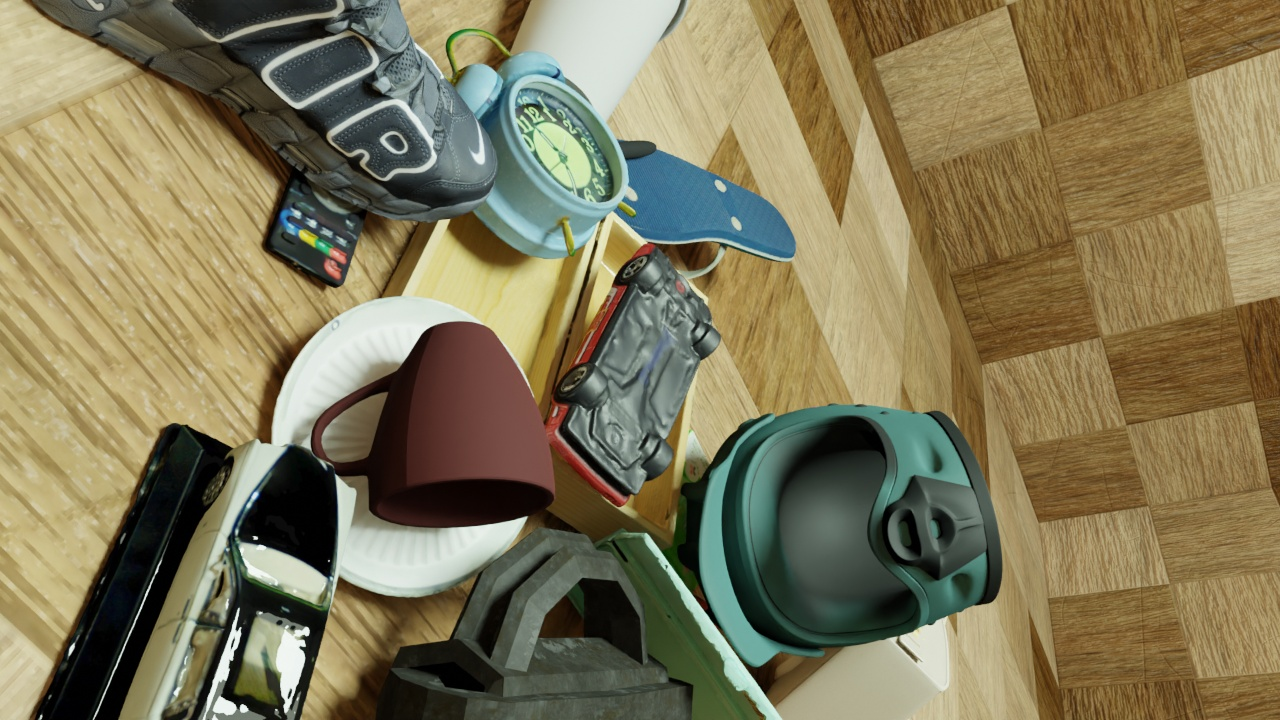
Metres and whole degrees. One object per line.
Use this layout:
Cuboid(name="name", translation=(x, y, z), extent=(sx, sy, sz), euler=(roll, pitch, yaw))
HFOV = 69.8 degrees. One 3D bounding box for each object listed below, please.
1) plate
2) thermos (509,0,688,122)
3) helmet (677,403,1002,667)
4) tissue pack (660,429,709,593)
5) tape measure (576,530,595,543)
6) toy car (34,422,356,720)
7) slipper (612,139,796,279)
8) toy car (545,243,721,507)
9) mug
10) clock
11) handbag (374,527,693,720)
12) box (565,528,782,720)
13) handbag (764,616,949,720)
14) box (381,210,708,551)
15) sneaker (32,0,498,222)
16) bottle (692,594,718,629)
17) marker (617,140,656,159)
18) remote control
Cuboid(name="plate", translation=(-0.118, 0.044, 0.484), extent=(0.156, 0.014, 0.157), euler=(10, 75, -41))
Cuboid(name="thermos", translation=(-0.043, -0.263, 0.737), extent=(0.131, 0.132, 0.221), euler=(52, 42, -37))
Cuboid(name="helmet", translation=(0.122, 0.120, 0.643), extent=(0.274, 0.200, 0.176), euler=(33, 46, -80))
Cuboid(name="tissue pack", translation=(0.031, 0.122, 0.738), extent=(0.099, 0.034, 0.114), euler=(-46, 116, -44))
Cuboid(name="tape measure", translation=(-0.020, 0.135, 0.666), extent=(0.060, 0.020, 0.062), euler=(65, 28, -19))
Cuboid(name="toy car", translation=(-0.157, 0.114, 0.347), extent=(0.094, 0.071, 0.191), euler=(39, 42, -36))
Cuboid(name="slipper", translation=(0.035, -0.135, 0.858), extent=(0.294, 0.060, 0.118), euler=(6, 57, -43))
Cuboid(name="toy car", translation=(-0.003, 0.004, 0.603), extent=(0.081, 0.056, 0.188), euler=(46, 43, -23))
Cuboid(name="mug", translation=(-0.101, 0.029, 0.448), extent=(0.087, 0.114, 0.088), euler=(112, -27, -64))
Cuboid(name="clock", translation=(-0.074, -0.143, 0.602), extent=(0.162, 0.060, 0.117), euler=(53, 36, -8))
Cuboid(name="handbag", translation=(-0.056, 0.188, 0.474), extent=(0.197, 0.102, 0.199), euler=(27, 69, -56))
Cuboid(name="box", translation=(0.032, 0.188, 0.567), extent=(0.052, 0.139, 0.187), euler=(-36, 91, -39))
Cuboid(name="handbag", translation=(0.189, 0.269, 0.820), extent=(0.101, 0.195, 0.197), euler=(44, 23, 9))
Cuboid(name="box", translation=(-0.052, -0.028, 0.645), extent=(0.253, 0.068, 0.246), euler=(48, 35, -32))
Cuboid(name="sneaker", translation=(-0.137, -0.169, 0.432), extent=(0.252, 0.151, 0.097), euler=(31, 52, -41))
Cuboid(name="bottle", translation=(0.027, 0.242, 0.668), extent=(0.071, 0.049, 0.134), euler=(47, 38, -43))
Cuboid(name="marker", translation=(-0.029, -0.176, 0.771), extent=(0.133, 0.018, 0.015), euler=(-20, 132, -49))
Cuboid(name="remote control", translation=(-0.169, -0.108, 0.510), extent=(0.045, 0.021, 0.140), euler=(34, 50, -39))
